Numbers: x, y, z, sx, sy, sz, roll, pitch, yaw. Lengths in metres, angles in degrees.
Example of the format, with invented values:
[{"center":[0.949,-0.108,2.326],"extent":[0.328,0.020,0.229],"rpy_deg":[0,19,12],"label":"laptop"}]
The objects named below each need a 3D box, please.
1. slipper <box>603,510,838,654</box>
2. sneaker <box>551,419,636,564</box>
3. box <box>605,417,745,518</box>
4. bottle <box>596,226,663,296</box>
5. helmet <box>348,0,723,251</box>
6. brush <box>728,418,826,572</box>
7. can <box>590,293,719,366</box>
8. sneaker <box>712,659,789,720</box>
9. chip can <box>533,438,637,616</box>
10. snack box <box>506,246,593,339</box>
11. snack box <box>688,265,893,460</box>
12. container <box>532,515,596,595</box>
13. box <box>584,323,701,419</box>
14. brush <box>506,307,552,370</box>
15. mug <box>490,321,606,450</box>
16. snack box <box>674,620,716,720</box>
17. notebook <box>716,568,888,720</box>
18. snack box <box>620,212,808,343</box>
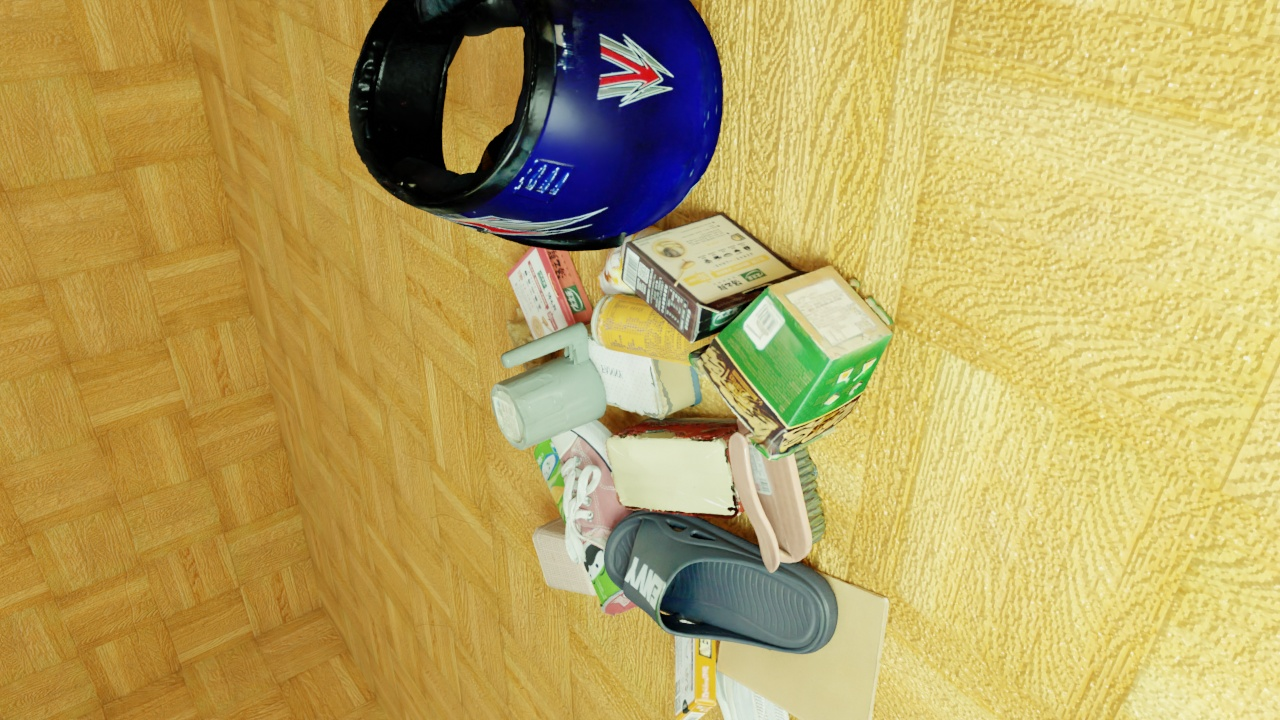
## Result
[{"center":[0.059,0.220,0.909],"extent":[0.269,0.083,0.111],"rpy_deg":[11,100,35],"label":"slipper"},{"center":[-0.051,0.162,1.053],"extent":[0.241,0.087,0.119],"rpy_deg":[56,146,19],"label":"sneaker"},{"center":[0.042,0.107,0.931],"extent":[0.169,0.080,0.091],"rpy_deg":[-4,101,45],"label":"box"},{"center":[-0.007,-0.094,0.937],"extent":[0.109,0.063,0.063],"rpy_deg":[-27,85,59],"label":"bottle"},{"center":[-0.074,-0.218,0.789],"extent":[0.316,0.239,0.247],"rpy_deg":[9,97,46],"label":"helmet"},{"center":[0.126,0.122,0.852],"extent":[0.063,0.072,0.146],"rpy_deg":[7,115,55],"label":"brush"},{"center":[0.027,-0.028,0.887],"extent":[0.146,0.058,0.058],"rpy_deg":[12,119,31],"label":"can"},{"center":[0.129,0.443,1.014],"extent":[0.091,0.089,0.242],"rpy_deg":[-16,91,44],"label":"sneaker"},{"center":[-0.061,0.196,1.141],"extent":[0.236,0.072,0.072],"rpy_deg":[60,149,31],"label":"chip can"},{"center":[-0.105,-0.082,1.115],"extent":[0.127,0.044,0.113],"rpy_deg":[-30,81,60],"label":"snack box"},{"center":[0.126,-0.008,0.736],"extent":[0.118,0.117,0.106],"rpy_deg":[52,140,22],"label":"snack box"},{"center":[-0.072,0.256,1.223],"extent":[0.111,0.089,0.090],"rpy_deg":[-5,104,55],"label":"container"},{"center":[-0.006,0.006,1.004],"extent":[0.184,0.059,0.090],"rpy_deg":[16,122,51],"label":"box"},{"center":[-0.126,0.051,1.227],"extent":[0.083,0.045,0.255],"rpy_deg":[-147,40,-65],"label":"brush"},{"center":[-0.104,0.028,1.012],"extent":[0.084,0.103,0.124],"rpy_deg":[35,137,44],"label":"mug"},{"center":[0.061,0.319,1.033],"extent":[0.075,0.026,0.153],"rpy_deg":[116,161,-51],"label":"snack box"},{"center":[0.153,0.275,0.908],"extent":[0.208,0.008,0.148],"rpy_deg":[11,94,55],"label":"notebook"},{"center":[0.065,-0.071,0.790],"extent":[0.125,0.113,0.053],"rpy_deg":[46,143,34],"label":"snack box"}]
